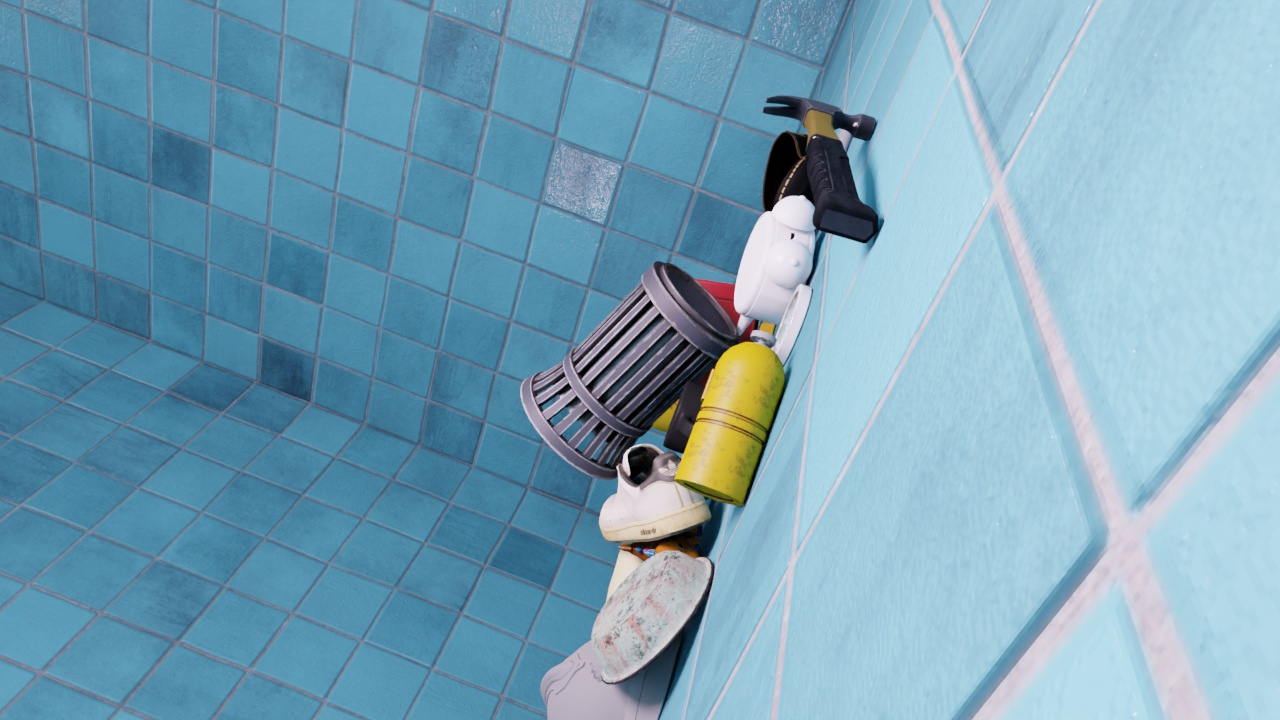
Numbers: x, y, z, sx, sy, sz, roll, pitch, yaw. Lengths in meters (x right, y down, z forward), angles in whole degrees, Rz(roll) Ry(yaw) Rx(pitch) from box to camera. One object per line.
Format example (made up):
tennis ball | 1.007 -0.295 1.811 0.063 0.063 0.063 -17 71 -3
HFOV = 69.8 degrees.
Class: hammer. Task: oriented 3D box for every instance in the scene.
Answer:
hammer | 0.166 -0.182 0.820 0.332 0.118 0.025 -76 3 -60

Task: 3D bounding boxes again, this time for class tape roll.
tape roll | 0.159 -0.036 0.973 0.093 0.013 0.093 27 -96 -88

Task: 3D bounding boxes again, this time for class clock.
clock | 0.163 -0.107 1.070 0.161 0.073 0.125 116 168 -61

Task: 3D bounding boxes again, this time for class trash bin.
trash bin | -0.007 0.006 1.094 0.228 0.164 0.164 -45 6 19

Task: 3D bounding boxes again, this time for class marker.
marker | 0.235 -0.224 1.145 0.016 0.016 0.140 50 -119 -88

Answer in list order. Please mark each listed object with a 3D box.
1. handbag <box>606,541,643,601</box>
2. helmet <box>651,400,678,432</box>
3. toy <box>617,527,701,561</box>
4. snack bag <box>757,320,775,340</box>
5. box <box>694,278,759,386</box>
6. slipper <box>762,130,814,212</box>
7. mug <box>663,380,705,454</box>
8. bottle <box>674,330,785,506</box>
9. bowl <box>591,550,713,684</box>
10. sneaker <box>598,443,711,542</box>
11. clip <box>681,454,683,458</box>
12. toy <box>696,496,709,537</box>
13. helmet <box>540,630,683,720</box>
handbag | 0.001 0.281 1.126 0.111 0.081 0.119 60 -133 -73
helmet | 0.088 0.011 1.430 0.208 0.140 0.240 -14 -52 -64
toy | 0.019 0.214 1.022 0.090 0.103 0.070 40 -124 -73
snack bag | 0.167 -0.042 1.218 0.099 0.020 0.026 -67 -5 -47
box | 0.077 -0.033 1.228 0.168 0.154 0.157 6 -87 -49
slipper | 0.200 -0.241 1.191 0.267 0.076 0.113 -46 -24 -61
mug | 0.077 0.075 0.990 0.113 0.088 0.078 -52 -17 -83
bottle | 0.091 0.049 0.879 0.071 0.071 0.163 102 -171 -76
bowl | 0.004 0.243 0.907 0.157 0.038 0.157 -45 6 6
sneaker | 0.000 0.150 1.062 0.242 0.088 0.102 -22 87 68
clip | 0.070 0.193 1.438 0.143 0.072 0.124 -62 0 36
toy | 0.065 0.156 1.154 0.177 0.071 0.112 90 -160 -53
helmet | -0.049 0.365 0.997 0.272 0.118 0.182 111 -179 -46
